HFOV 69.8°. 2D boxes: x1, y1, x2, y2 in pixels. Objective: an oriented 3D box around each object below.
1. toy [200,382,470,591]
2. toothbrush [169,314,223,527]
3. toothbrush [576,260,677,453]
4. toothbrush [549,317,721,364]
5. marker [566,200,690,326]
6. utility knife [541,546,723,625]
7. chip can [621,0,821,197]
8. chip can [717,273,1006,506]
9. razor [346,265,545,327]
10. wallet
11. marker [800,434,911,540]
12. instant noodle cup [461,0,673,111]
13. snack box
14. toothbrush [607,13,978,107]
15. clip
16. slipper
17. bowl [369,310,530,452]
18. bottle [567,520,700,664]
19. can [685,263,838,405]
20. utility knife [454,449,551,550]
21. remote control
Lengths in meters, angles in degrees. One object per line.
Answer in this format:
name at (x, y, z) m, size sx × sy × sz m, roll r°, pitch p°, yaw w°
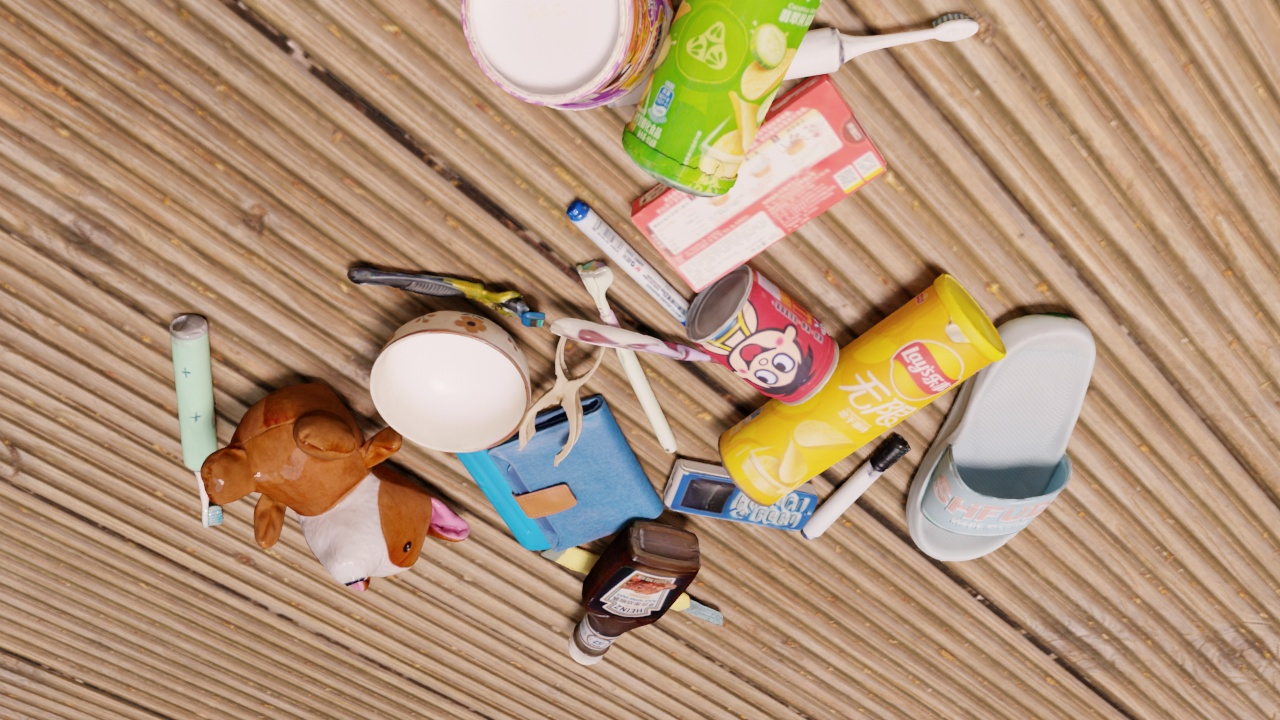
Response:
toy at (-0.234, 0.112, 0.725) m, size 0.140 × 0.130 × 0.200 m, roll -20°, pitch 135°, yaw 8°
toothbrush at (-0.354, 0.059, 0.735) m, size 0.027 × 0.026 × 0.225 m, roll -4°, pitch 131°, yaw -25°
toothbrush at (-0.004, 0.004, 0.696) m, size 0.029 × 0.020 × 0.190 m, roll 7°, pitch 136°, yaw 35°
toothbrush at (0.023, -0.005, 0.671) m, size 0.187 × 0.017 × 0.016 m, roll 12°, pitch 123°, yaw -20°
marker at (0.003, -0.060, 0.646) m, size 0.017 × 0.016 × 0.146 m, roll -35°, pitch 120°, yaw 24°
utility knife at (-0.001, 0.212, 0.856) m, size 0.195 × 0.020 × 0.031 m, roll 30°, pitch 128°, yaw -13°
chip can at (0.060, -0.195, 0.484) m, size 0.072 × 0.072 × 0.222 m, roll 19°, pitch 116°, yaw -14°
chip can at (0.158, 0.027, 0.679) m, size 0.072 × 0.072 × 0.214 m, roll 37°, pitch 121°, yaw -25°
razor at (-0.137, -0.050, 0.654) m, size 0.142 × 0.022 × 0.043 m, roll 12°, pitch 171°, yaw -5°
wallet at (-0.053, 0.097, 0.757) m, size 0.106 × 0.040 × 0.133 m, roll -20°, pitch 124°, yaw 10°
marker at (0.180, 0.110, 0.777) m, size 0.022 × 0.018 × 0.131 m, roll 18°, pitch 126°, yaw -25°
instant noodle cup at (-0.042, -0.184, 0.484) m, size 0.111 × 0.099 × 0.112 m, roll 2°, pitch 111°, yaw 5°
snack box at (0.075, -0.113, 0.598) m, size 0.153 × 0.025 × 0.075 m, roll -32°, pitch 120°, yaw 23°
toothbrush at (0.086, -0.181, 0.545) m, size 0.221 × 0.026 × 0.027 m, roll -8°, pitch 139°, yaw 6°
clip at (-0.069, 0.024, 0.686) m, size 0.081 × 0.034 × 0.104 m, roll 8°, pitch 104°, yaw 6°
slipper at (0.286, 0.074, 0.713) m, size 0.104 × 0.074 × 0.246 m, roll 4°, pitch 126°, yaw -4°
bowl at (-0.134, 0.007, 0.671) m, size 0.113 × 0.062 × 0.114 m, roll 1°, pitch 127°, yaw 1°
bottle at (-0.016, 0.215, 0.825) m, size 0.080 × 0.044 × 0.195 m, roll 15°, pitch 133°, yaw -18°
can at (0.087, -0.017, 0.647) m, size 0.093 × 0.066 × 0.067 m, roll 35°, pitch 121°, yaw -24°
utility knife at (-0.126, 0.091, 0.763) m, size 0.034 × 0.018 × 0.207 m, roll -21°, pitch 126°, yaw 11°
remote control at (0.085, 0.114, 0.776) m, size 0.125 × 0.024 × 0.049 m, roll 11°, pitch 127°, yaw -10°
